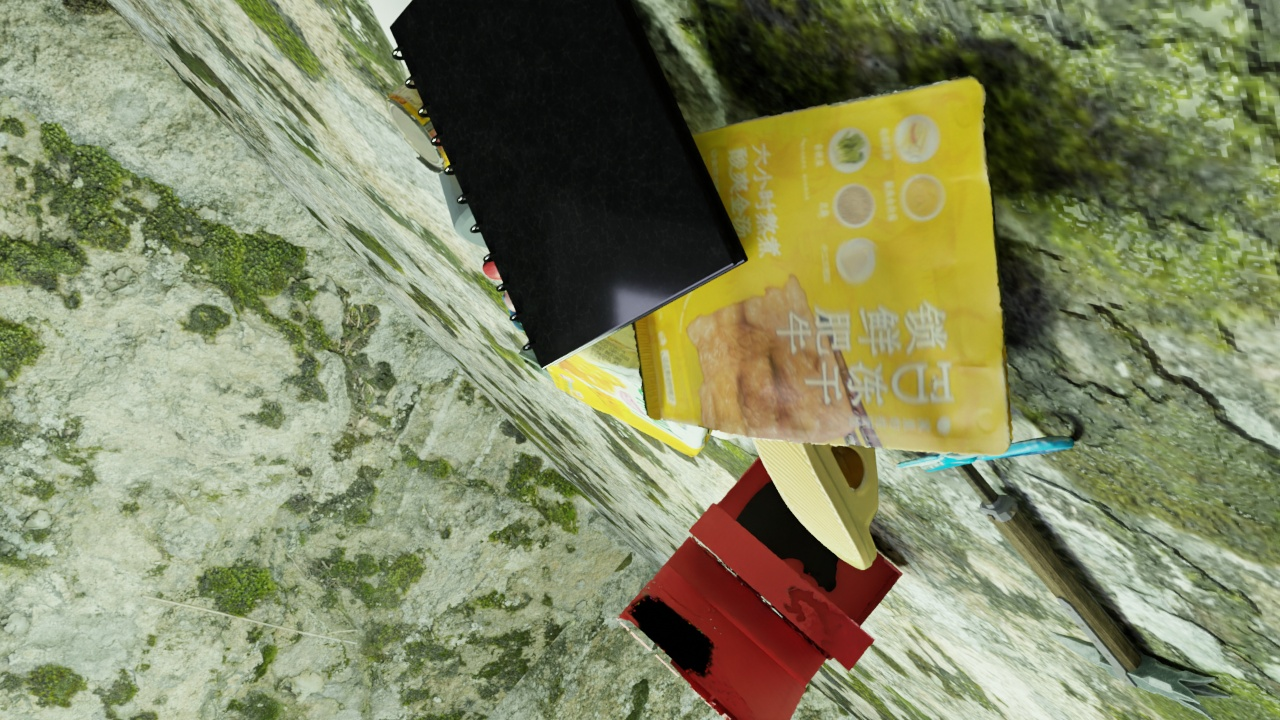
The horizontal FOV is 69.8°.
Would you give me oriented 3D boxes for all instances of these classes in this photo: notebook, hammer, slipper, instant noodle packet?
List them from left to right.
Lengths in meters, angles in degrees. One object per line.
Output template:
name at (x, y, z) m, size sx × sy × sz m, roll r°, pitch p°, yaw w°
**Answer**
notebook at (-0.053, -0.126, 0.512) m, size 0.170 × 0.019 × 0.231 m, roll -26°, pitch 87°, yaw 42°
slipper at (0.137, 0.044, 0.751) m, size 0.263 × 0.078 × 0.100 m, roll 64°, pitch 160°, yaw -13°
instant noodle packet at (0.087, -0.043, 0.470) m, size 0.222 × 0.084 × 0.163 m, roll 6°, pitch 105°, yaw 55°
hammer at (0.298, 0.146, 0.698) m, size 0.317 × 0.028 × 0.147 m, roll 47°, pitch 165°, yaw -17°

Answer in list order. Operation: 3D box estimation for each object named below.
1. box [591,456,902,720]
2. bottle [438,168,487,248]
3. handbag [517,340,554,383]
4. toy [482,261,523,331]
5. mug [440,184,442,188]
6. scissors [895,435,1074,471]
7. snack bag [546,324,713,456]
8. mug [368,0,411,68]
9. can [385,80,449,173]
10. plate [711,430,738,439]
box at (0.120, 0.280, 1.019) m, size 0.211 × 0.314 × 0.124 m, roll 41°, pitch 156°, yaw 10°
bottle at (-0.133, -0.163, 0.748) m, size 0.072 × 0.046 × 0.161 m, roll 12°, pitch -134°, yaw -43°
handbag at (-0.054, -0.028, 0.956) m, size 0.106 × 0.121 × 0.067 m, roll 27°, pitch 169°, yaw 39°
toy at (-0.082, -0.073, 0.892) m, size 0.131 × 0.124 × 0.097 m, roll 44°, pitch 172°, yaw -19°
mug at (-0.123, -0.173, 0.830) m, size 0.097 × 0.078 × 0.112 m, roll 34°, pitch 136°, yaw 34°
scissors at (0.221, 0.062, 0.599) m, size 0.141 × 0.090 × 0.014 m, roll 106°, pitch 160°, yaw -74°
snack bag at (-0.005, 0.005, 0.775) m, size 0.159 × 0.068 × 0.247 m, roll 25°, pitch 167°, yaw 8°
mug at (-0.129, -0.253, 0.602) m, size 0.114 × 0.080 × 0.088 m, roll -2°, pitch 137°, yaw 26°
can at (-0.132, -0.197, 0.687) m, size 0.067 × 0.105 × 0.068 m, roll 42°, pitch 164°, yaw 15°
plate at (0.027, 0.026, 1.120) m, size 0.187 × 0.016 × 0.187 m, roll 50°, pitch 165°, yaw -30°
